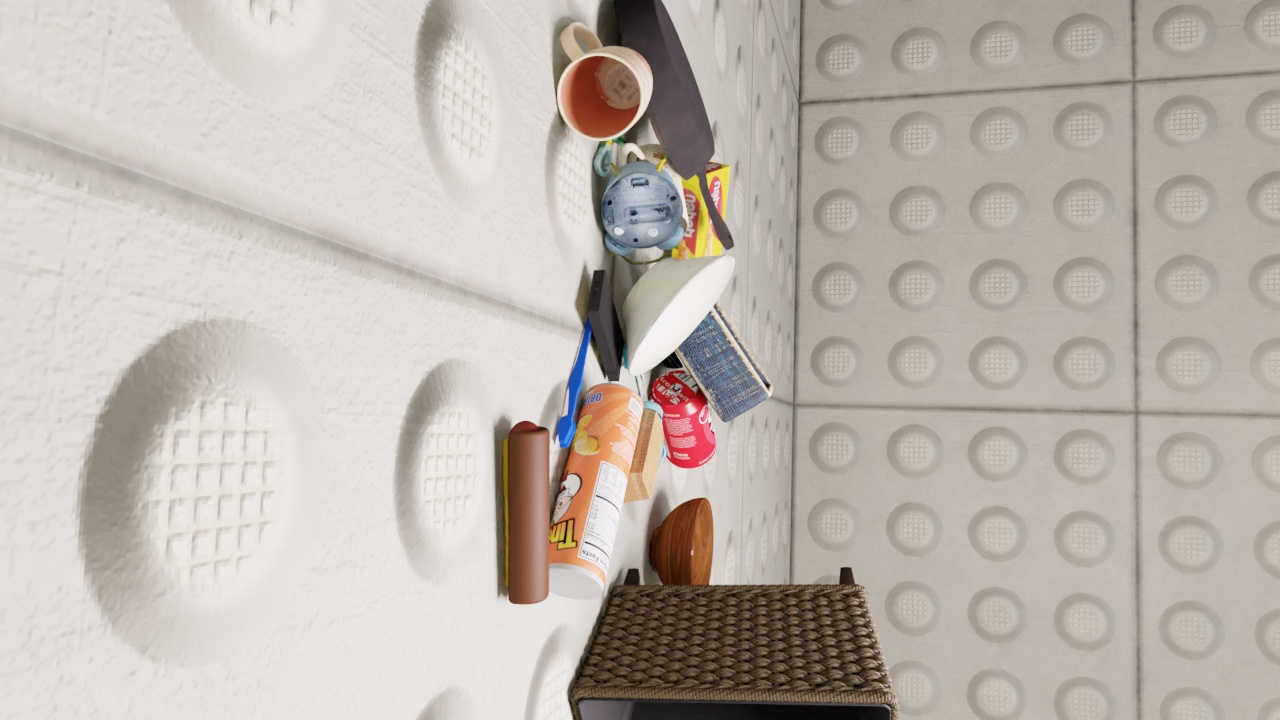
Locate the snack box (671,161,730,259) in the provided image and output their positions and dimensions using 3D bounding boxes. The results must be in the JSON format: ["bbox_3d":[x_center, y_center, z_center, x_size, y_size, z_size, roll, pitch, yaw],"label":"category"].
[{"bbox_3d":[0.082,-0.174,1.295,0.091,0.042,0.201,-32,132,-55],"label":"snack box"}]

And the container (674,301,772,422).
[{"bbox_3d":[0.092,-0.018,1.199,0.187,0.071,0.145,57,9,3],"label":"container"}]

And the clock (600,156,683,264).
[{"bbox_3d":[0.002,-0.159,1.007,0.051,0.089,0.125,-98,-178,-57],"label":"clock"}]

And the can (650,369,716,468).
[{"bbox_3d":[0.060,0.083,1.253,0.143,0.074,0.074,74,22,-46],"label":"can"}]

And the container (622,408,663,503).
[{"bbox_3d":[-0.015,0.102,1.008,0.063,0.061,0.113,74,23,-46],"label":"container"}]

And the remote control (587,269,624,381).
[{"bbox_3d":[-0.036,-0.035,0.991,0.133,0.013,0.058,76,17,-54],"label":"remote control"}]

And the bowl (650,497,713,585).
[{"bbox_3d":[0.052,0.258,1.241,0.147,0.069,0.147,2,89,-75],"label":"bowl"}]

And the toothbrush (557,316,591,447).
[{"bbox_3d":[-0.062,0.005,0.928,0.011,0.016,0.186,70,23,-51],"label":"toothbrush"}]

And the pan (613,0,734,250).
[{"bbox_3d":[0.060,-0.281,1.112,0.248,0.043,0.356,-91,158,-50],"label":"pan"}]

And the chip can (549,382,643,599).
[{"bbox_3d":[-0.046,0.123,0.896,0.062,0.062,0.209,73,24,-48],"label":"chip can"}]

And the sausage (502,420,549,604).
[{"bbox_3d":[-0.095,0.127,0.764,0.040,0.040,0.155,-17,108,-74],"label":"sausage"}]

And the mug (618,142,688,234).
[{"bbox_3d":[0.005,-0.207,1.072,0.122,0.081,0.097,33,50,-53],"label":"mug"}]

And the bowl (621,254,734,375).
[{"bbox_3d":[0.028,-0.067,1.047,0.176,0.058,0.177,-45,167,-14],"label":"bowl"}]

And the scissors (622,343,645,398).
[{"bbox_3d":[-0.002,-0.008,1.142,0.135,0.016,0.086,64,29,-61],"label":"scissors"}]

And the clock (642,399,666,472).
[{"bbox_3d":[0.012,0.096,1.142,0.123,0.042,0.087,-50,139,-64],"label":"clock"}]

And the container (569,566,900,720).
[{"bbox_3d":[0.109,0.348,1.017,0.204,0.321,0.177,-76,160,-58],"label":"container"}]

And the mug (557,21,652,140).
[{"bbox_3d":[-0.037,-0.281,0.904,0.111,0.085,0.104,54,25,-14],"label":"mug"}]

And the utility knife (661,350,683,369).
[{"bbox_3d":[0.031,-0.012,1.237,0.171,0.029,0.020,52,47,-68],"label":"utility knife"}]

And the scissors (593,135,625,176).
[{"bbox_3d":[-0.035,-0.247,1.016,0.128,0.012,0.119,12,80,-73],"label":"scissors"}]
